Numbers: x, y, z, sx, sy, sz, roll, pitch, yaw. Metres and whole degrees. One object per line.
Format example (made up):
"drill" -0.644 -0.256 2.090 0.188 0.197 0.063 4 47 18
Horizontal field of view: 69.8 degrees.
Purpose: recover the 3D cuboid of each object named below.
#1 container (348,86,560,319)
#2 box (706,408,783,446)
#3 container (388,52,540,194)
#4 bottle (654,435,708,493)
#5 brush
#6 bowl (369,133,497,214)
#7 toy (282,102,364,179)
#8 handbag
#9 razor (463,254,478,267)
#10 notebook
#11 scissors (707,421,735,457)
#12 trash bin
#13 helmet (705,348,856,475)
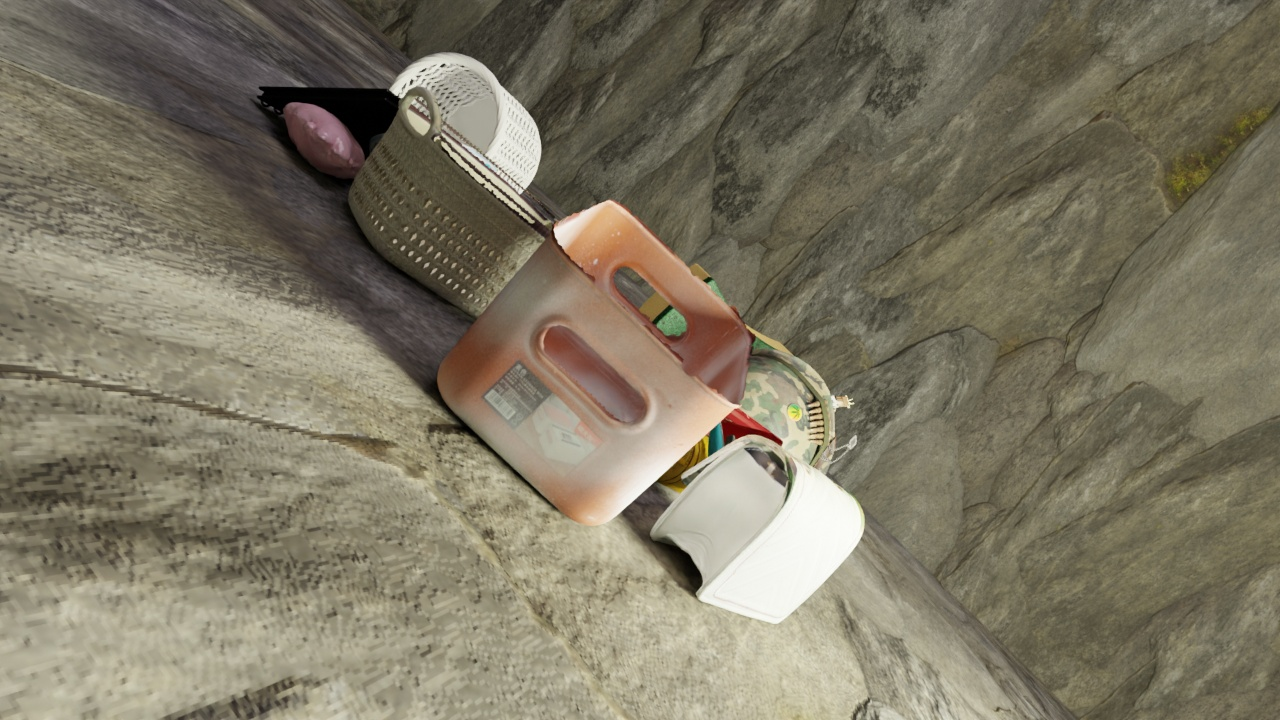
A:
"container" -0.171 -0.142 0.931 0.251 0.143 0.184 36 9 -45
"box" 0.066 0.097 1.122 0.157 0.117 0.136 35 -4 -34
"container" -0.265 -0.340 1.387 0.189 0.189 0.186 45 6 9
"bottle" 0.021 0.088 0.945 0.071 0.071 0.163 49 9 36
"brush" 0.100 -0.004 1.429 0.250 0.195 0.075 40 8 -29
"bowl" -0.240 -0.197 1.043 0.144 0.074 0.144 8 -6 1
"toy" -0.313 -0.216 0.916 0.099 0.052 0.096 45 -2 -29
"handbag" 0.112 0.148 0.826 0.096 0.142 0.198 46 6 37
"razor" -0.205 -0.121 1.124 0.042 0.022 0.144 -11 47 -30
"notebook" -0.291 -0.253 1.035 0.169 0.019 0.231 7 -6 20
"scissors" 0.082 0.126 0.946 0.130 0.019 0.151 -31 108 -63
"trash bin" -0.028 -0.006 0.741 0.181 0.158 0.259 43 18 -4
"helmet" 0.189 0.096 1.330 0.235 0.193 0.224 -27 93 -51
